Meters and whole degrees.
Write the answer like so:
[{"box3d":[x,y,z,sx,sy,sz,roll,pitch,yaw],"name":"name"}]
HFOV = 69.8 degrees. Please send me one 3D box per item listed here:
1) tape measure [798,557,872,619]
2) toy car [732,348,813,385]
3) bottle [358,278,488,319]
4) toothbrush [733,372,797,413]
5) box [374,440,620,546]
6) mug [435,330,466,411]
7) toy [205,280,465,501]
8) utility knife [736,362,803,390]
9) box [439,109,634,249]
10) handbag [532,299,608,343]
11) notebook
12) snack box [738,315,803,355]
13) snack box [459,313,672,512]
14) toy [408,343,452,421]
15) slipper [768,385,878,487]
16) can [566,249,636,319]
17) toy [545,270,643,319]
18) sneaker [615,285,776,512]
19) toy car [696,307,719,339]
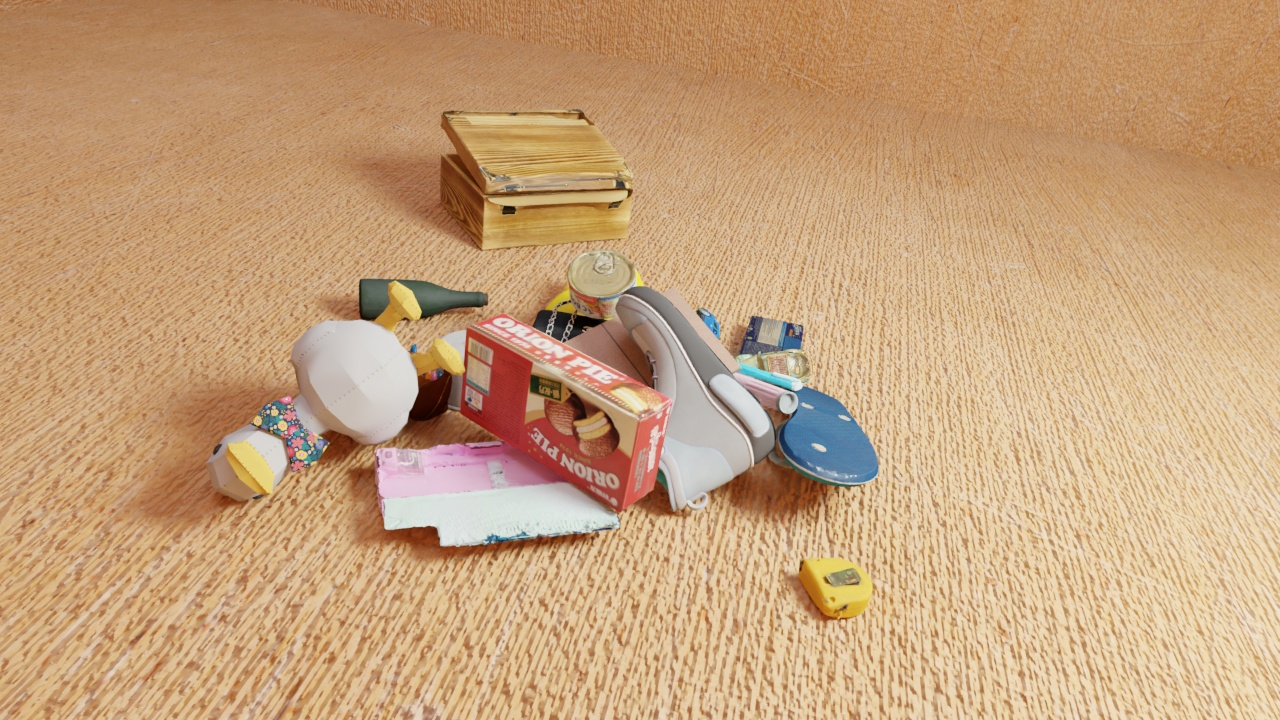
[{"box3d":[0.192,0.217,0.881,0.059,0.030,0.068,-3,32,-16],"name":"tape measure"},{"box3d":[0.172,0.009,1.196,0.112,0.047,0.047,-7,-8,1],"name":"toy car"},{"box3d":[-0.297,-0.085,1.267,0.174,0.055,0.055,-1,31,-18],"name":"bottle"},{"box3d":[0.124,0.029,1.141,0.026,0.027,0.223,6,8,-25],"name":"toothbrush"},{"box3d":[-0.146,0.137,0.931,0.230,0.035,0.159,-3,31,-19],"name":"box"},{"box3d":[-0.199,0.006,1.115,0.084,0.071,0.112,21,34,22],"name":"mug"},{"box3d":[-0.322,0.041,0.953,0.267,0.141,0.247,-39,14,-11],"name":"toy"},{"box3d":[0.126,0.008,1.177,0.169,0.015,0.022,18,21,21],"name":"utility knife"},{"box3d":[-0.180,-0.315,1.590,0.278,0.176,0.247,-8,35,-29],"name":"box"},{"box3d":[-0.066,-0.018,1.146,0.154,0.115,0.124,14,30,3],"name":"handbag"},{"box3d":[-0.006,0.006,1.089,0.208,0.008,0.141,-28,63,-19],"name":"notebook"},{"box3d":[0.184,-0.015,1.291,0.082,0.027,0.149,15,31,8],"name":"snack box"},{"box3d":[-0.084,0.049,0.956,0.236,0.113,0.060,27,32,28],"name":"snack box"},{"box3d":[-0.247,0.016,1.050,0.070,0.103,0.090,4,48,-44],"name":"toy"},{"box3d":[0.208,0.098,1.071,0.118,0.060,0.294,15,16,2],"name":"slipper"},{"box3d":[-0.047,-0.095,1.140,0.086,0.043,0.086,-1,48,1],"name":"can"},{"box3d":[-0.051,-0.084,1.294,0.134,0.088,0.193,16,29,6],"name":"toy"},{"box3d":[0.018,0.042,1.017,0.160,0.093,0.256,-36,66,-13],"name":"sneaker"},{"box3d":[0.084,-0.033,1.270,0.043,0.056,0.120,32,24,-5],"name":"toy car"}]
